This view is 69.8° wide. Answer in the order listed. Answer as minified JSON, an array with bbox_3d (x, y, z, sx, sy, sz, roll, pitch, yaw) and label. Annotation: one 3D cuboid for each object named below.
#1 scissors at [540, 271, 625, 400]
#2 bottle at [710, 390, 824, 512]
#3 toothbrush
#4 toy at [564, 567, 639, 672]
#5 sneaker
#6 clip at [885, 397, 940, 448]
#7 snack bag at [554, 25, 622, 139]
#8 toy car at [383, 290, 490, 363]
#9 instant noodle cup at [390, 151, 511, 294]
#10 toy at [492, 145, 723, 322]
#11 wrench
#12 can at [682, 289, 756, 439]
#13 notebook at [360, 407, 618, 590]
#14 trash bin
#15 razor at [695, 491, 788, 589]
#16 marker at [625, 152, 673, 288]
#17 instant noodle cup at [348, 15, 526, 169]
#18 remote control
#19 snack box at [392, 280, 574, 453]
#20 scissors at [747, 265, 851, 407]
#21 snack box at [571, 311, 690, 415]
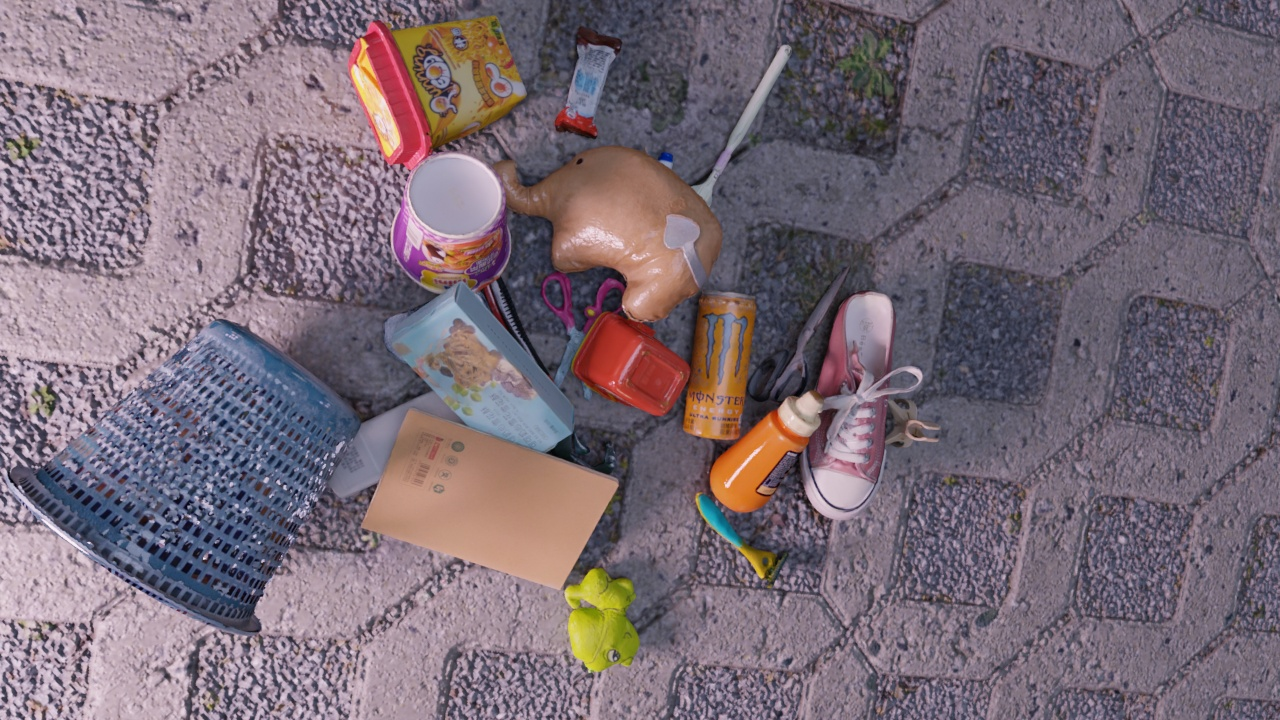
[{"bbox_3d":[-0.070,-0.027,0.903,0.108,0.017,0.135,27,95,-6],"label":"scissors"},{"bbox_3d":[0.130,0.085,0.906,0.066,0.066,0.150,28,120,-14],"label":"bottle"},{"bbox_3d":[0.102,-0.238,0.924,0.029,0.020,0.189,31,86,-20],"label":"toothbrush"},{"bbox_3d":[-0.040,0.264,0.928,0.096,0.031,0.100,26,84,-14],"label":"toy"},{"bbox_3d":[0.214,0.043,0.927,0.118,0.088,0.241,10,88,10],"label":"sneaker"},{"bbox_3d":[0.275,0.057,0.958,0.035,0.102,0.095,7,68,-13],"label":"clip"},{"bbox_3d":[-0.051,-0.266,0.881,0.045,0.026,0.105,15,90,-5],"label":"snack bag"},{"bbox_3d":[-0.193,-0.033,0.861,0.105,0.031,0.049,-24,98,1],"label":"toy car"},{"bbox_3d":[-0.165,-0.127,0.814,0.111,0.099,0.111,4,72,-13],"label":"instant noodle cup"},{"bbox_3d":[-0.030,-0.139,0.867,0.226,0.082,0.143,34,80,9],"label":"toy"},{"bbox_3d":[-0.107,0.002,0.893,0.056,0.016,0.273,-29,100,5],"label":"wrench"},{"bbox_3d":[0.080,0.004,0.919,0.058,0.058,0.146,6,94,-14],"label":"can"},{"bbox_3d":[-0.144,0.137,0.873,0.207,0.008,0.148,21,116,-14],"label":"notebook"},{"bbox_3d":[-0.349,0.083,0.761,0.226,0.227,0.194,40,73,-13],"label":"trash bin"},{"bbox_3d":[0.100,0.182,0.955,0.132,0.028,0.043,44,61,-16],"label":"razor"},{"bbox_3d":[0.009,-0.134,0.911,0.017,0.017,0.146,14,91,-14],"label":"marker"},{"bbox_3d":[-0.178,-0.244,0.816,0.123,0.116,0.116,-25,100,-22],"label":"instant noodle cup"},{"bbox_3d":[-0.230,0.074,0.871,0.150,0.021,0.058,-25,99,-10],"label":"remote control"},{"bbox_3d":[-0.140,0.016,0.840,0.074,0.051,0.175,-32,116,14],"label":"snack box"},{"bbox_3d":[0.165,-0.029,0.953,0.014,0.133,0.175,42,40,-36],"label":"scissors"},{"bbox_3d":[-0.005,0.005,0.877,0.091,0.080,0.082,31,87,-36],"label":"snack box"}]
